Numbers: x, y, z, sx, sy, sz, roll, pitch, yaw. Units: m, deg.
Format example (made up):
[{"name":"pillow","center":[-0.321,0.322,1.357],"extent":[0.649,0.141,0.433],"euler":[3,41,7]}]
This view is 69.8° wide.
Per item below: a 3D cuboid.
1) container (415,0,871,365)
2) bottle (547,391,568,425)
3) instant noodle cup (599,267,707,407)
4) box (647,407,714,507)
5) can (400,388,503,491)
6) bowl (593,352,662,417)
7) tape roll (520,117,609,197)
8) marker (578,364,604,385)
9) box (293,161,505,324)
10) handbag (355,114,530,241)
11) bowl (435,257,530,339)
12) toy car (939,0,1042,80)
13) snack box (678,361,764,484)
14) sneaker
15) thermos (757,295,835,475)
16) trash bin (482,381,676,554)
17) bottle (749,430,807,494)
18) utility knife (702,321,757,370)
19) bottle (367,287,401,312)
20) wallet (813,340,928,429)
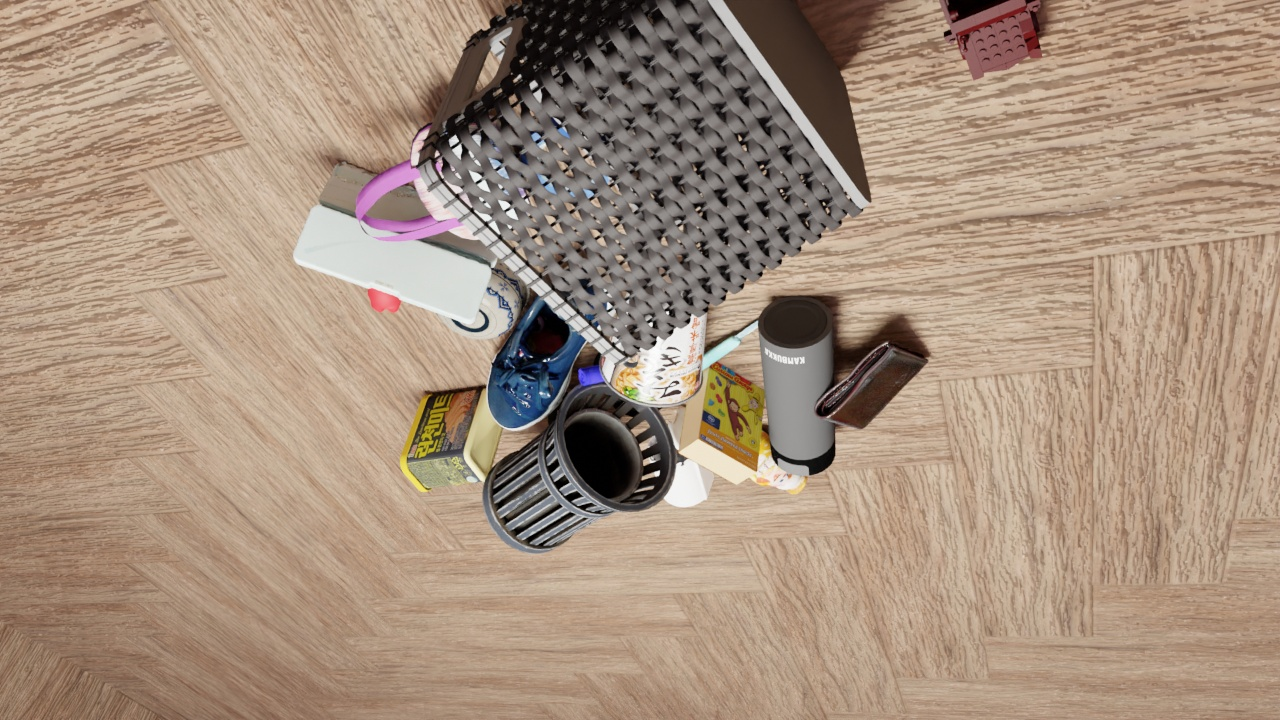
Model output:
[{"name":"container","center":[0.014,-0.194,0.743],"extent":[0.244,0.246,0.245],"euler":[-28,126,27]},{"name":"bottle","center":[-0.110,0.054,1.231],"extent":[0.025,0.025,0.106],"euler":[12,140,1]},{"name":"instant noodle cup","center":[0.023,-0.033,1.037],"extent":[0.123,0.123,0.122],"euler":[12,130,0]},{"name":"box","center":[0.055,0.126,1.234],"extent":[0.092,0.081,0.161],"euler":[6,139,27]},{"name":"can","center":[-0.251,0.106,1.247],"extent":[0.101,0.130,0.072],"euler":[-9,135,20]},{"name":"bowl","center":[-0.004,0.036,1.161],"extent":[0.124,0.052,0.124],"euler":[7,139,6]},{"name":"tape roll","center":[-0.074,-0.205,0.933],"extent":[0.093,0.016,0.092],"euler":[26,138,-15]},{"name":"marker","center":[-0.006,0.006,1.096],"extent":[0.141,0.020,0.020],"euler":[-12,148,-27]},{"name":"box","center":[-0.250,-0.128,0.974],"extent":[0.197,0.135,0.043],"euler":[20,157,-9]},{"name":"handbag","center":[-0.203,-0.169,0.925],"extent":[0.170,0.068,0.145],"euler":[-20,134,3]},{"name":"bowl","center":[-0.193,-0.070,1.083],"extent":[0.115,0.059,0.116],"euler":[7,139,6]},{"name":"toy car","center":[0.264,-0.293,0.712],"extent":[0.070,0.061,0.170],"euler":[-15,132,29]},{"name":"snack box","center":[0.101,0.074,1.122],"extent":[0.088,0.125,0.040],"euler":[30,136,-20]},{"name":"sneaker","center":[-0.133,0.008,1.085],"extent":[0.120,0.127,0.296],"euler":[46,136,8]},{"name":"thermos","center":[0.189,0.038,1.093],"extent":[0.082,0.082,0.241],"euler":[1,138,13]},{"name":"trash bin","center":[-0.088,0.145,1.148],"extent":[0.164,0.163,0.228],"euler":[31,140,-20]},{"name":"bottle","center":[0.174,0.139,1.227],"extent":[0.109,0.063,0.063],"euler":[35,135,-24]},{"name":"utility knife","center":[0.103,-0.015,1.096],"extent":[0.022,0.015,0.169],"euler":[23,135,-37]},{"name":"bottle","center":[-0.309,-0.114,1.076],"extent":[0.042,0.041,0.142],"euler":[7,139,7]},{"name":"wallet","center":[0.266,0.031,1.051],"extent":[0.099,0.031,0.120],"euler":[15,123,-49]}]
